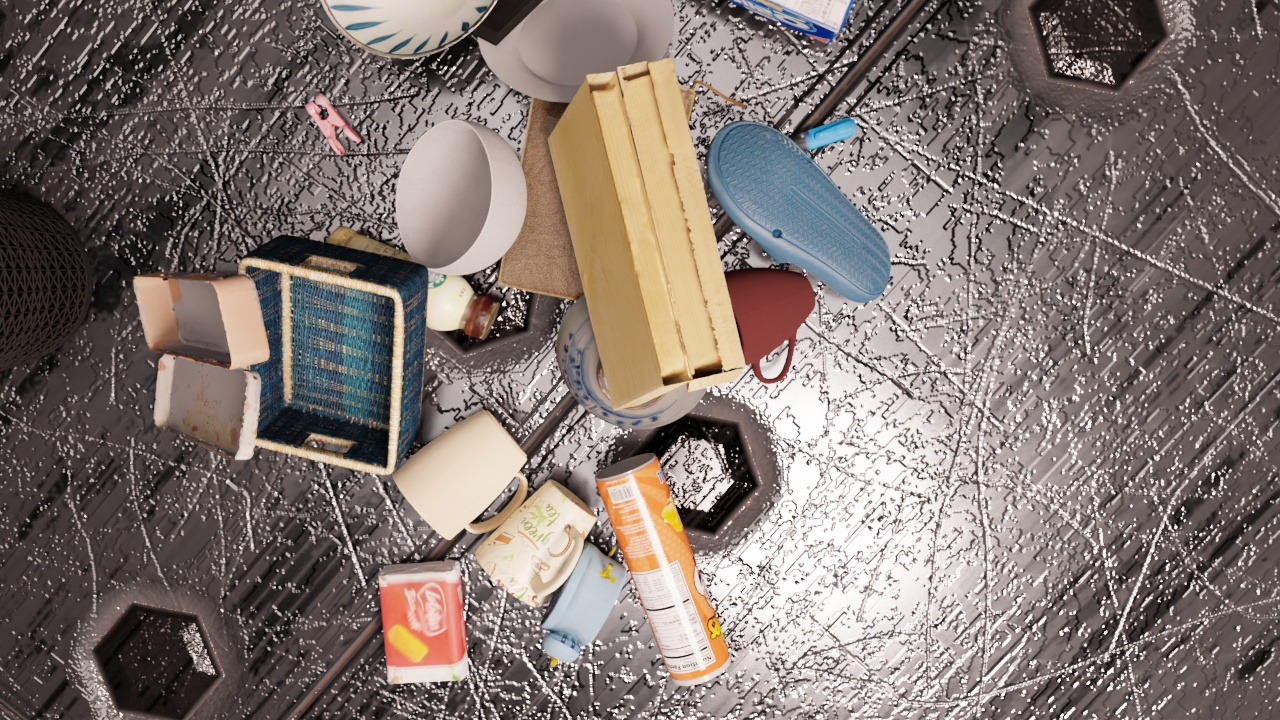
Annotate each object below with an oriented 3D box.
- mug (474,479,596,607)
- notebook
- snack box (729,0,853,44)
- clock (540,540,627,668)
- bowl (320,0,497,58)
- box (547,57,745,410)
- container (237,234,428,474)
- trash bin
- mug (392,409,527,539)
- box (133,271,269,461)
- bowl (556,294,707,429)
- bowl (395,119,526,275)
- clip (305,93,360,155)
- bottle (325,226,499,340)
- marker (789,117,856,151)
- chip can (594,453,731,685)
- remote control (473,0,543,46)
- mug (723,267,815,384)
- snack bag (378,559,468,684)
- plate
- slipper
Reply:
[{"bbox_3d":[-0.087,0.172,0.844,0.081,0.122,0.097,40,88,-22],"label":"mug"},{"bbox_3d":[-0.022,-0.157,0.845,0.190,0.034,0.215,12,97,-1],"label":"notebook"},{"bbox_3d":[0.080,-0.353,0.811,0.226,0.059,0.059,23,99,-1],"label":"snack box"},{"bbox_3d":[-0.059,0.231,0.860,0.051,0.088,0.124,29,96,-2],"label":"clock"},{"bbox_3d":[-0.186,-0.339,0.802,0.177,0.071,0.177,-1,87,11],"label":"bowl"},{"bbox_3d":[-0.002,-0.094,0.741,0.123,0.140,0.249,-14,84,4],"label":"box"},{"bbox_3d":[-0.270,-0.005,0.814,0.145,0.071,0.188,13,118,3],"label":"container"},{"bbox_3d":[-0.605,-0.067,0.756,0.217,0.243,0.217,0,96,0],"label":"trash bin"},{"bbox_3d":[-0.156,0.111,0.859,0.104,0.085,0.111,-41,122,-7],"label":"mug"},{"bbox_3d":[-0.385,0.001,0.794,0.217,0.058,0.154,6,104,45],"label":"box"},{"bbox_3d":[-0.005,0.005,0.834,0.151,0.056,0.151,0,112,1],"label":"bowl"},{"bbox_3d":[-0.152,-0.142,0.817,0.132,0.064,0.131,-2,86,39],"label":"bowl"},{"bbox_3d":[-0.281,-0.222,0.848,0.038,0.022,0.059,-39,93,8],"label":"clip"},{"bbox_3d":[-0.211,-0.068,0.846,0.162,0.056,0.056,23,96,-2],"label":"bottle"},{"bbox_3d":[0.140,-0.198,0.848,0.123,0.015,0.018,-18,97,4],"label":"marker"},{"bbox_3d":[0.022,0.197,0.869,0.062,0.062,0.210,-20,96,3],"label":"chip can"},{"bbox_3d":[-0.102,-0.329,0.813,0.039,0.010,0.124,31,73,15],"label":"remote control"},{"bbox_3d":[0.116,-0.035,0.838,0.088,0.087,0.114,-21,101,-15],"label":"mug"},{"bbox_3d":[-0.211,0.254,0.891,0.077,0.036,0.116,-3,96,1],"label":"snack bag"},{"bbox_3d":[-0.057,-0.293,0.813,0.173,0.019,0.172,-1,67,3],"label":"plate"},{"bbox_3d":[0.139,-0.124,0.822,0.213,0.059,0.103,36,61,-18],"label":"slipper"}]
